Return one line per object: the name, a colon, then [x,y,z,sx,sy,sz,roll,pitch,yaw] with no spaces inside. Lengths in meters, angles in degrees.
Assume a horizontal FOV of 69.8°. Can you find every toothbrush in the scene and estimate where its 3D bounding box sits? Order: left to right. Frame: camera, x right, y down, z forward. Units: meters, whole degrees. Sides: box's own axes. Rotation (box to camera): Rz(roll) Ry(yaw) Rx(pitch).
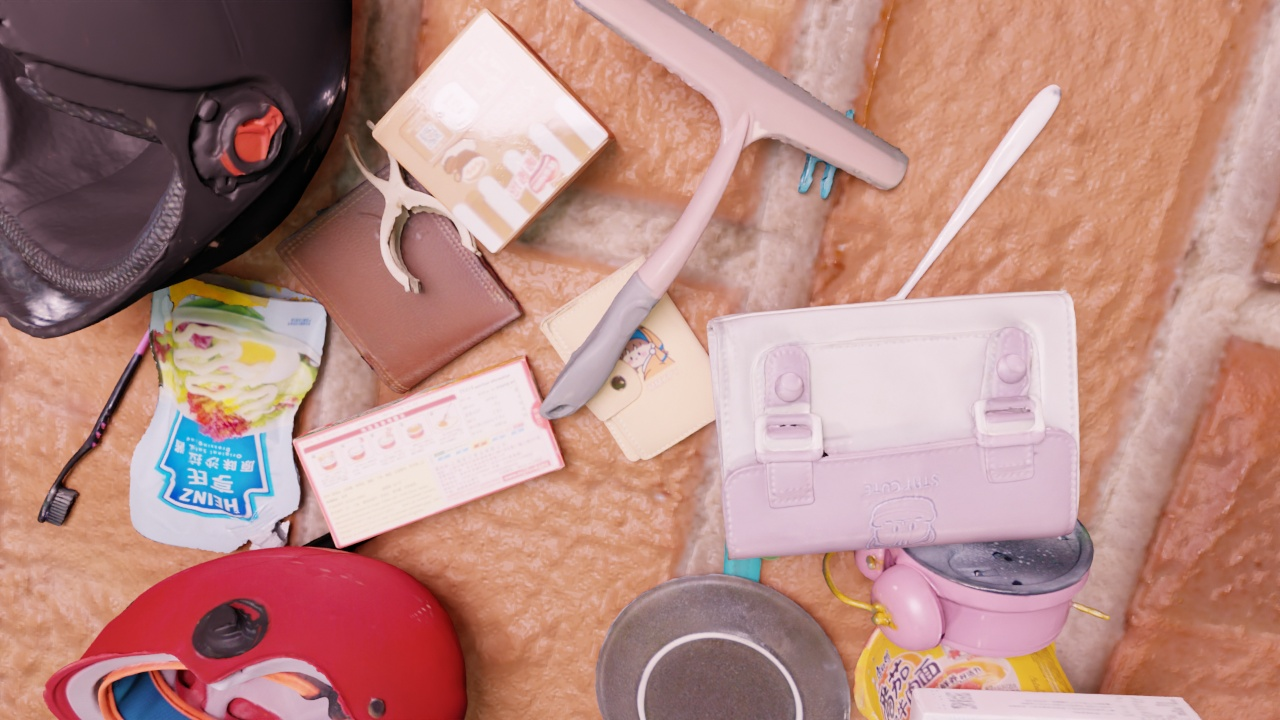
toothbrush: [-0.356,0.038,0.614,0.018,0.014,0.189,32,103,-17]
toothbrush: [0.198,-0.089,0.562,0.016,0.016,0.180,32,103,-9]

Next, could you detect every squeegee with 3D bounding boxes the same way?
squeegee: [0.008,-0.054,0.523,0.247,0.040,0.250,19,115,-33]

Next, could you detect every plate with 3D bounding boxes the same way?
plate: [0.054,0.234,0.632,0.179,0.024,0.179,2,104,10]

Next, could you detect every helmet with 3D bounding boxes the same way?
helmet: [-0.259,-0.155,0.453,0.234,0.229,0.275,13,109,29]
helmet: [-0.217,0.194,0.578,0.240,0.143,0.207,17,133,1]

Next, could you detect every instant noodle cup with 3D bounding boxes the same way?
instant noodle cup: [0.221,0.232,0.596,0.138,0.109,0.138,1,105,2]

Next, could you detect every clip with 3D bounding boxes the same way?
clip: [-0.126,-0.092,0.540,0.092,0.035,0.103,-8,91,-1]
clip: [0.111,-0.127,0.557,0.043,0.014,0.056,15,102,-2]

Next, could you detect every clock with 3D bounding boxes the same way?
clock: [0.193,0.129,0.570,0.158,0.117,0.060,-1,116,0]

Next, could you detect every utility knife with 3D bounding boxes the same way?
utility knife: [0.070,0.099,0.616,0.029,0.013,0.217,2,104,-2]

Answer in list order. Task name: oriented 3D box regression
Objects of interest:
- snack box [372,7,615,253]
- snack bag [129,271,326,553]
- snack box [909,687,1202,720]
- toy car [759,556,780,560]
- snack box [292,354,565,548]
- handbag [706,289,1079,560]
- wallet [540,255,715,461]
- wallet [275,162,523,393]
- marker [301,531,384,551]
snack box: [-0.080,-0.130,0.529,0.093,0.077,0.094,-44,99,11]
snack bag: [-0.272,0.041,0.601,0.110,0.039,0.191,11,105,-13]
snack box: [0.232,0.233,0.525,0.157,0.026,0.085,2,105,2]
toy car: [0.097,0.089,0.594,0.043,0.036,0.091,35,94,-20]
snack box: [-0.134,0.058,0.593,0.156,0.027,0.077,-20,99,-1]
handbag: [0.140,0.037,0.527,0.197,0.098,0.145,-5,95,2]
wallet: [-0.004,0.003,0.589,0.087,0.024,0.115,-32,102,10]
wallet: [-0.149,-0.052,0.576,0.101,0.032,0.124,-35,101,7]
marker: [-0.214,0.127,0.628,0.132,0.020,0.022,-28,127,8]
